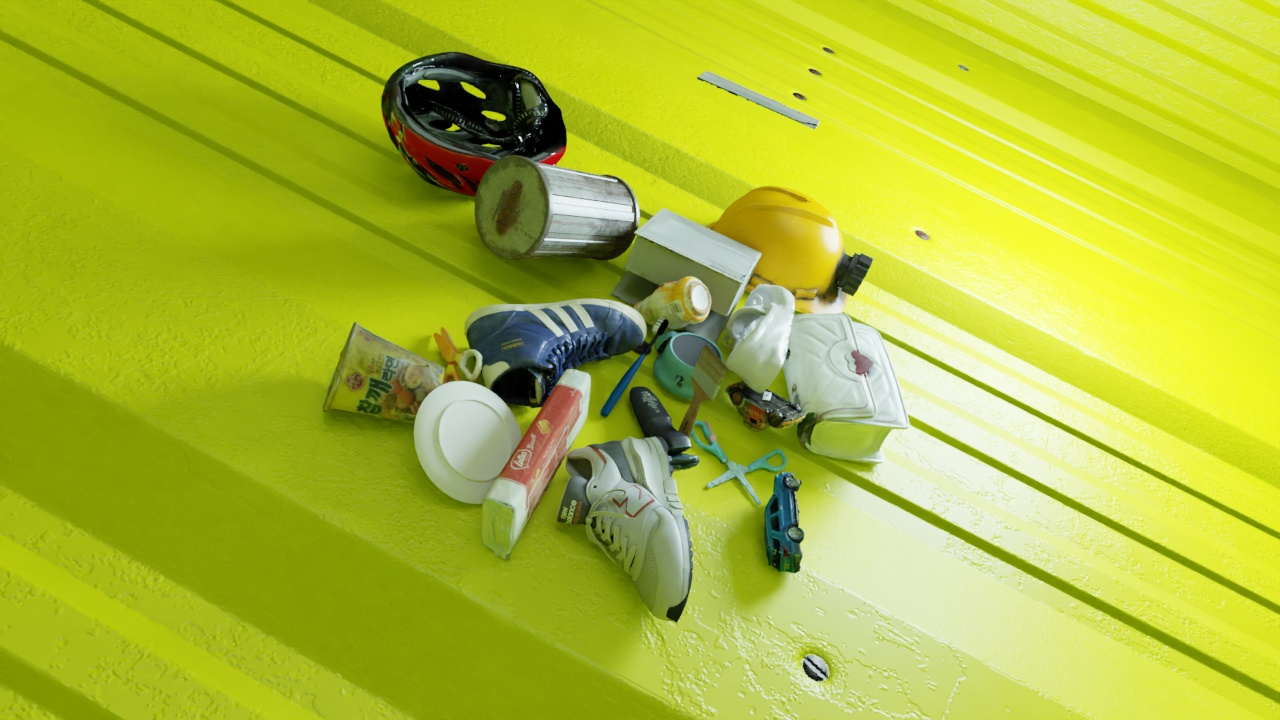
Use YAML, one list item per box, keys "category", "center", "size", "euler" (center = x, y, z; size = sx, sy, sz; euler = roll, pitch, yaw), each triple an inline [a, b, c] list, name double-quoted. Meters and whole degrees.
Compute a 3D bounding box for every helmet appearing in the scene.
- category: "helmet"
  center: [0.233, -0.191, 1.421]
  size: [0.255, 0.132, 0.204]
  euler: [28, 41, 6]
- category: "helmet"
  center: [-0.239, -0.331, 1.313]
  size: [0.271, 0.167, 0.217]
  euler: [4, 56, -30]

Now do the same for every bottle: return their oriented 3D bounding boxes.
- category: "bottle"
  center: [0.040, -0.072, 1.221]
  size: [0.063, 0.109, 0.063]
  euler: [13, 71, -44]

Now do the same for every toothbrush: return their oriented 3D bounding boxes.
- category: "toothbrush"
  center: [-0.007, 0.007, 1.150]
  size: [0.014, 0.014, 0.167]
  euler: [24, 57, 16]

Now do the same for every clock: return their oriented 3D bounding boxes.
- category: "clock"
  center: [0.064, -0.003, 1.198]
  size: [0.090, 0.053, 0.124]
  euler: [12, 39, -14]

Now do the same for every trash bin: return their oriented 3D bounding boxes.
- category: "trash bin"
  center: [-0.113, -0.197, 1.225]
  size: [0.131, 0.131, 0.210]
  euler: [47, 28, 24]

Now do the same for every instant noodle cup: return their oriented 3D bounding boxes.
- category: "instant noodle cup"
  center: [-0.274, 0.023, 0.987]
  size: [0.108, 0.102, 0.102]
  euler: [19, 40, -18]

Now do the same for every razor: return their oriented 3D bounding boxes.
- category: "razor"
  center: [0.022, 0.080, 1.096]
  size: [0.047, 0.052, 0.142]
  euler: [-4, 43, -26]

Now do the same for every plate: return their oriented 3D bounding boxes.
- category: "plate"
  center: [-0.176, 0.084, 0.972]
  size: [0.134, 0.011, 0.134]
  euler: [21, 57, -37]

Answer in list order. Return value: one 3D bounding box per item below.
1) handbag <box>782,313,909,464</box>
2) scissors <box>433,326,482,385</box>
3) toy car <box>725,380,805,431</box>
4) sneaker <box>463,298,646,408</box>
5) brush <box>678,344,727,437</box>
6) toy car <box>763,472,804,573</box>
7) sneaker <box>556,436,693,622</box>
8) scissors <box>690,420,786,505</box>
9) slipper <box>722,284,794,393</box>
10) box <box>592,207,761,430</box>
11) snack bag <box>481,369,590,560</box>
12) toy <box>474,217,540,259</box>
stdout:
- category: "handbag"
  center: [0.264, 0.030, 1.226]
  size: [0.142, 0.096, 0.198]
  euler: [10, 44, -14]
- category: "scissors"
  center: [-0.217, -0.008, 1.072]
  size: [0.013, 0.070, 0.130]
  euler: [36, 16, -43]
- category: "toy car"
  center: [0.156, 0.066, 1.169]
  size: [0.047, 0.047, 0.112]
  euler: [-19, 34, -36]
- category: "sneaker"
  center: [-0.087, -0.004, 1.097]
  size: [0.232, 0.092, 0.118]
  euler: [3, 40, -22]
- category: "brush"
  center: [0.065, 0.052, 1.070]
  size: [0.008, 0.143, 0.045]
  euler: [-8, 41, -33]
- category: "toy car"
  center: [0.163, 0.183, 1.046]
  size: [0.043, 0.056, 0.120]
  euler: [0, 47, 7]
- category: "sneaker"
  center: [-0.025, 0.167, 0.959]
  size: [0.124, 0.089, 0.239]
  euler: [7, 35, -12]
- category: "scissors"
  center: [0.120, 0.120, 1.128]
  size: [0.135, 0.015, 0.135]
  euler: [-14, 59, -32]
- category: "slipper"
  center: [0.154, -0.040, 1.235]
  size: [0.074, 0.112, 0.246]
  euler: [46, 26, -12]
- category: "box"
  center: [0.033, -0.032, 1.401]
  size: [0.169, 0.405, 0.171]
  euler: [25, 40, 6]
- category: "snack bag"
  center: [-0.108, 0.103, 0.985]
  size: [0.041, 0.078, 0.224]
  euler: [18, 40, 10]
- category: "toy"
  center: [-0.183, -0.184, 1.280]
  size: [0.110, 0.047, 0.063]
  euler: [25, 40, -18]
